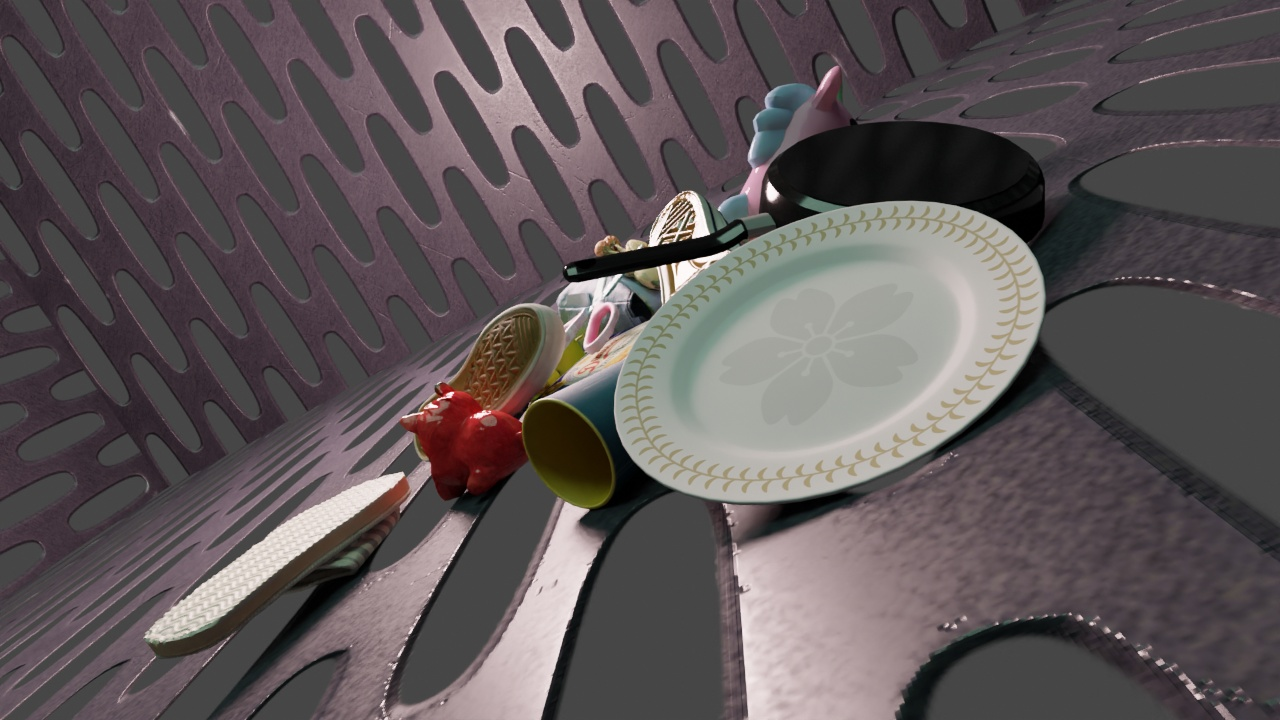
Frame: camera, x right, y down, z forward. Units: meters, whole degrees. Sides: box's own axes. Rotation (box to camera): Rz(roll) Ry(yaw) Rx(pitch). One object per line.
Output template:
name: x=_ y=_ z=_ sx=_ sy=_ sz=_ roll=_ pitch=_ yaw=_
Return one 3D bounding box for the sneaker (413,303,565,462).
sneaker: x=-0.130 y=0.032 z=0.875 sx=0.079 sy=0.087 sz=0.236 roll=6 pitch=-35 yaw=-41

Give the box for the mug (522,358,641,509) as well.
mug: x=-0.010 y=0.036 z=0.616 sx=0.078 sy=0.078 sz=0.121 roll=-18 pitch=10 yaw=46

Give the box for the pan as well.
pan: x=0.117 y=-0.111 z=0.666 sx=0.355 sy=0.044 sz=0.204 roll=-12 pitch=33 yaw=-8

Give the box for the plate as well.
plate: x=0.097 y=-0.010 z=0.514 sx=0.243 sy=0.016 sz=0.242 roll=-21 pitch=34 yaw=15

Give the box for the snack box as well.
snack box: x=-0.005 y=0.005 z=0.814 sx=0.145 sy=0.042 sz=0.144 roll=-20 pitch=15 yaw=39

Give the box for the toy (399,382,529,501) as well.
toy: x=-0.136 y=0.059 z=0.773 sx=0.133 sy=0.094 sz=0.087 roll=-20 pitch=14 yaw=34

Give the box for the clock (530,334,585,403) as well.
clock: x=-0.100 y=0.016 z=0.976 sx=0.083 sy=0.057 sz=0.118 roll=-19 pitch=21 yaw=41

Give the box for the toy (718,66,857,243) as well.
toy: x=0.149 y=-0.182 z=0.927 sx=0.221 sy=0.171 sz=0.120 roll=-33 pitch=11 yaw=-19

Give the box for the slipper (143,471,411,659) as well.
slipper: x=-0.282 y=0.167 z=0.760 sx=0.115 sy=0.054 sz=0.272 roll=-21 pitch=9 yaw=24

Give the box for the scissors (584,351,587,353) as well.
scissors: x=-0.049 y=-0.018 z=1.106 sx=0.141 sy=0.014 sz=0.175 roll=-25 pitch=13 yaw=-11

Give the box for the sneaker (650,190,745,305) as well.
sneaker: x=0.074 y=-0.050 z=0.724 sx=0.118 sy=0.088 sz=0.240 roll=-45 pitch=33 yaw=19

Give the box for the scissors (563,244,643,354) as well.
scissors: x=-0.056 y=-0.041 z=0.901 sx=0.169 sy=0.014 sz=0.170 roll=-39 pitch=24 yaw=26

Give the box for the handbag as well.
handbag: x=-0.014 y=-0.081 z=1.027 sx=0.121 sy=0.119 sz=0.192 roll=-36 pitch=24 yaw=-33
